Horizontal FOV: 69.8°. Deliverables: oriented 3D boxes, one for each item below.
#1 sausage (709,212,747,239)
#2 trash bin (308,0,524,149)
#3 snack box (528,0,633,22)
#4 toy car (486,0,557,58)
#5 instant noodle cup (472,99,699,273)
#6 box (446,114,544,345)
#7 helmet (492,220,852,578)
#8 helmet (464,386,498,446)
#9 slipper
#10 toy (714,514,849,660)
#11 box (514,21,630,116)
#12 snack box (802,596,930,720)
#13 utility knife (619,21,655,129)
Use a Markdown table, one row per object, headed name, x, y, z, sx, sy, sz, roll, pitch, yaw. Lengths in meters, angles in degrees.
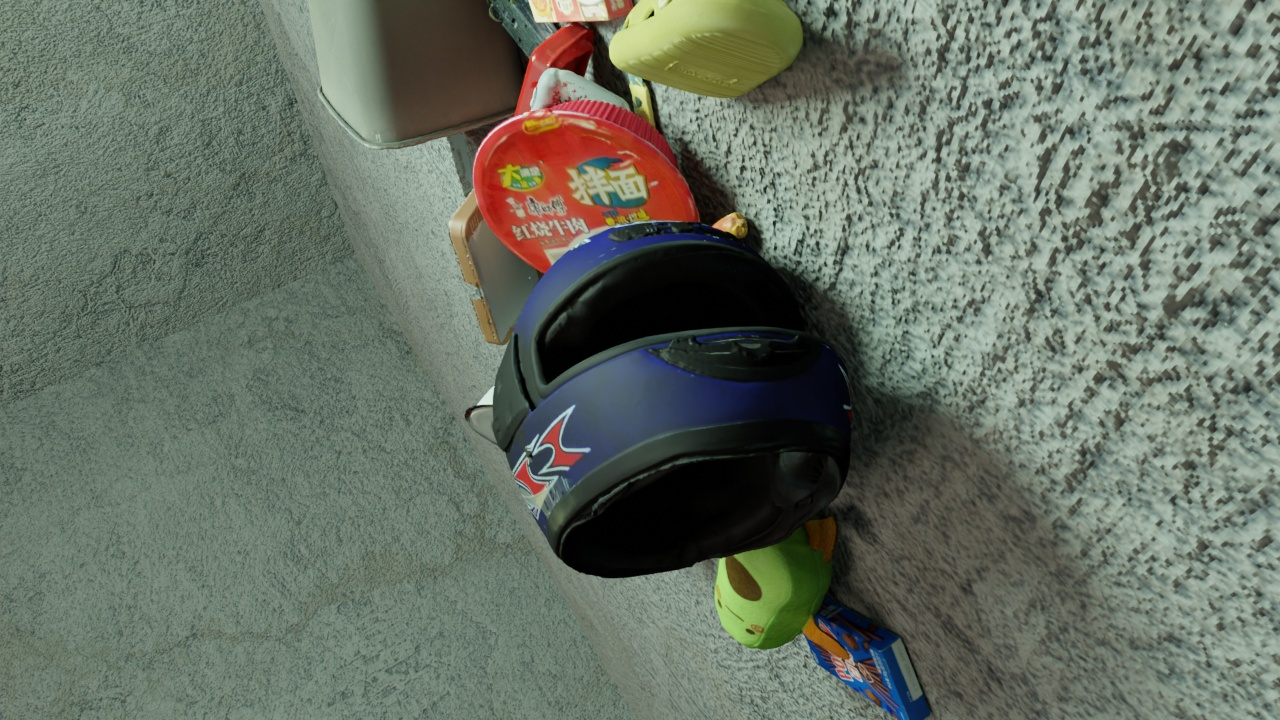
| name | x | y | z | sx | sy | sz | roll | pitch | yaw |
| --- | --- | --- | --- | --- | --- | --- | --- | --- | --- |
| sausage | 0.053 | -0.097 | 0.763 | 0.021 | 0.021 | 0.165 | 64 | 163 | -3 |
| trash bin | -0.233 | -0.364 | 0.922 | 0.199 | 0.198 | 0.220 | 45 | 148 | 39 |
| snack box | -0.059 | -0.317 | 0.748 | 0.153 | 0.025 | 0.075 | 33 | 146 | 56 |
| toy car | -0.102 | -0.313 | 0.858 | 0.120 | 0.036 | 0.054 | 54 | 162 | -6 |
| instant noodle cup | -0.039 | -0.143 | 0.762 | 0.194 | 0.065 | 0.194 | 12 | 143 | 9 |
| box | -0.153 | -0.167 | 1.051 | 0.271 | 0.130 | 0.179 | -99 | -1 | -45 |
| helmet | 0.017 | 0.014 | 0.680 | 0.316 | 0.247 | 0.240 | 117 | 146 | -61 |
| helmet | -0.066 | 0.084 | 1.103 | 0.259 | 0.145 | 0.229 | 31 | 157 | 9 |
| slipper | 0.044 | -0.209 | 0.556 | 0.190 | 0.091 | 0.081 | -143 | 69 | -71 |
| toy | 0.121 | 0.189 | 0.864 | 0.227 | 0.089 | 0.247 | 51 | 148 | 39 |
| box | -0.067 | -0.189 | 0.833 | 0.101 | 0.095 | 0.202 | 36 | 143 | 3 |
| snack box | 0.204 | 0.278 | 0.877 | 0.084 | 0.026 | 0.157 | 67 | 162 | -13 |
| utility knife | 0.006 | -0.190 | 0.778 | 0.031 | 0.020 | 0.196 | 37 | 145 | 42 |
